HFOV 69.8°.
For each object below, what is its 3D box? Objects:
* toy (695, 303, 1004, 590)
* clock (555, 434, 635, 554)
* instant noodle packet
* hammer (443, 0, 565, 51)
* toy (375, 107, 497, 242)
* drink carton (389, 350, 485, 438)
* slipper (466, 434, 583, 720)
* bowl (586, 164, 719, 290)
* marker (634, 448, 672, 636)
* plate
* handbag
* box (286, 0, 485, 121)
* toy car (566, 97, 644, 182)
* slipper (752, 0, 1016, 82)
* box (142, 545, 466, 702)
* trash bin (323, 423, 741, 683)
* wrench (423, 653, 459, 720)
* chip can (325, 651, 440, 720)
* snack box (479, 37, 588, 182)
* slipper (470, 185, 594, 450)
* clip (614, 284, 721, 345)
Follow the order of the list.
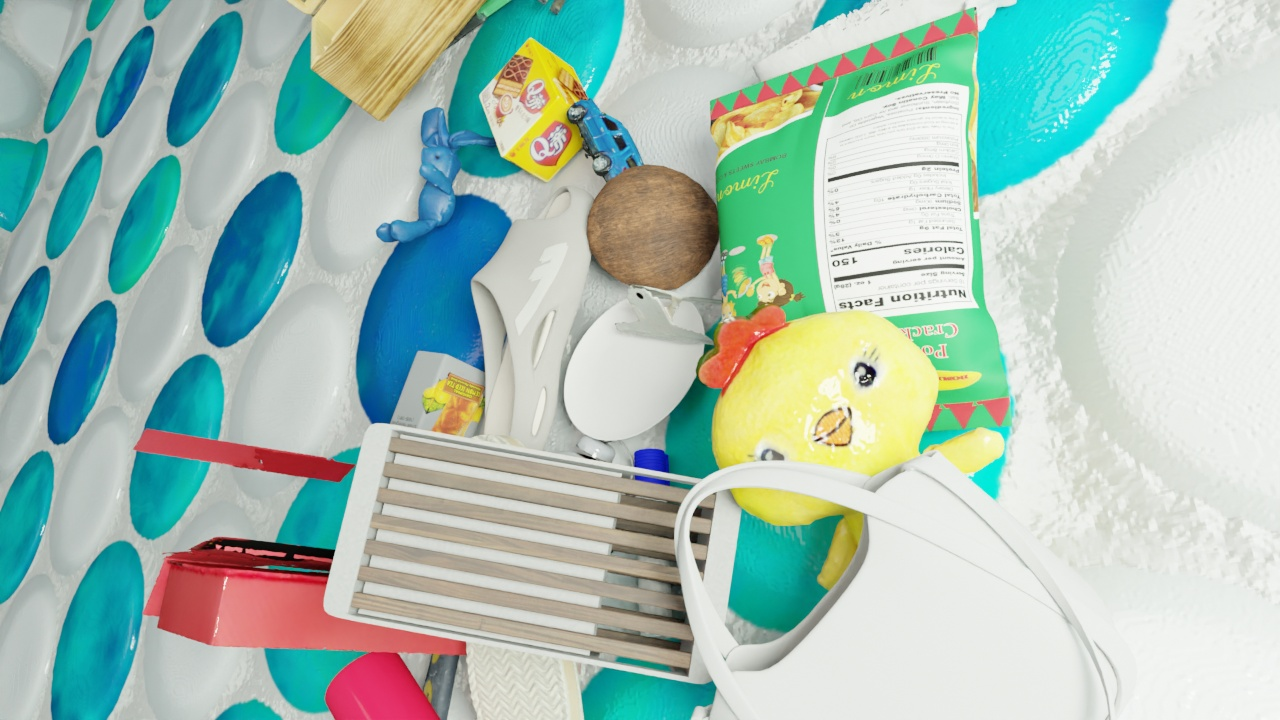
[{"bbox_3d":[0.122,0.055,0.523,0.134,0.092,0.207,-43,79,8],"label":"toy"},{"bbox_3d":[-0.049,0.111,0.725,0.123,0.035,0.094,-46,49,20],"label":"clock"},{"bbox_3d":[0.131,-0.077,0.597,0.196,0.090,0.252,-8,80,39],"label":"instant noodle packet"},{"bbox_3d":[-0.182,-0.407,1.060,0.320,0.032,0.130,-17,63,37],"label":"hammer"},{"bbox_3d":[-0.216,-0.193,0.979,0.113,0.071,0.176,1,64,40],"label":"toy"},{"bbox_3d":[-0.192,0.061,0.849,0.049,0.076,0.124,6,73,43],"label":"drink carton"},{"bbox_3d":[-0.091,0.185,0.694,0.115,0.052,0.263,-14,84,39],"label":"slipper"},{"bbox_3d":[0.006,-0.111,0.740,0.114,0.026,0.102,31,92,18],"label":"bowl"},{"bbox_3d":[0.010,0.132,0.670,0.023,0.027,0.133,-18,64,36],"label":"marker"},{"bbox_3d":[-0.004,0.004,0.733,0.135,0.011,0.134,-21,51,28],"label":"plate"},{"bbox_3d":[0.104,0.147,0.465,0.222,0.095,0.216,37,101,6],"label":"handbag"},{"bbox_3d":[-0.337,-0.506,1.004,0.279,0.334,0.286,-46,33,13],"label":"box"},{"bbox_3d":[-0.026,-0.185,0.815,0.043,0.056,0.120,-29,58,3],"label":"toy car"},{"bbox_3d":[0.195,-0.233,0.620,0.247,0.074,0.112,-25,27,31],"label":"slipper"},{"bbox_3d":[-0.263,0.231,0.722,0.165,0.213,0.153,-13,65,45],"label":"box"},{"bbox_3d":[-0.062,0.124,0.589,0.229,0.114,0.114,10,76,2],"label":"trash bin"},{"bbox_3d":[-0.167,0.259,0.780,0.074,0.022,0.273,-6,69,46],"label":"wrench"},{"bbox_3d":[-0.160,0.322,0.693,0.220,0.069,0.069,41,102,35],"label":"chip can"},{"bbox_3d":[-0.099,-0.243,0.896,0.084,0.061,0.105,-41,51,23],"label":"snack box"},{"bbox_3d":[-0.109,-0.035,0.793,0.113,0.080,0.265,-4,72,64],"label":"slipper"},{"bbox_3d":[0.017,-0.041,0.709,0.102,0.057,0.052,8,117,42],"label":"clip"}]
